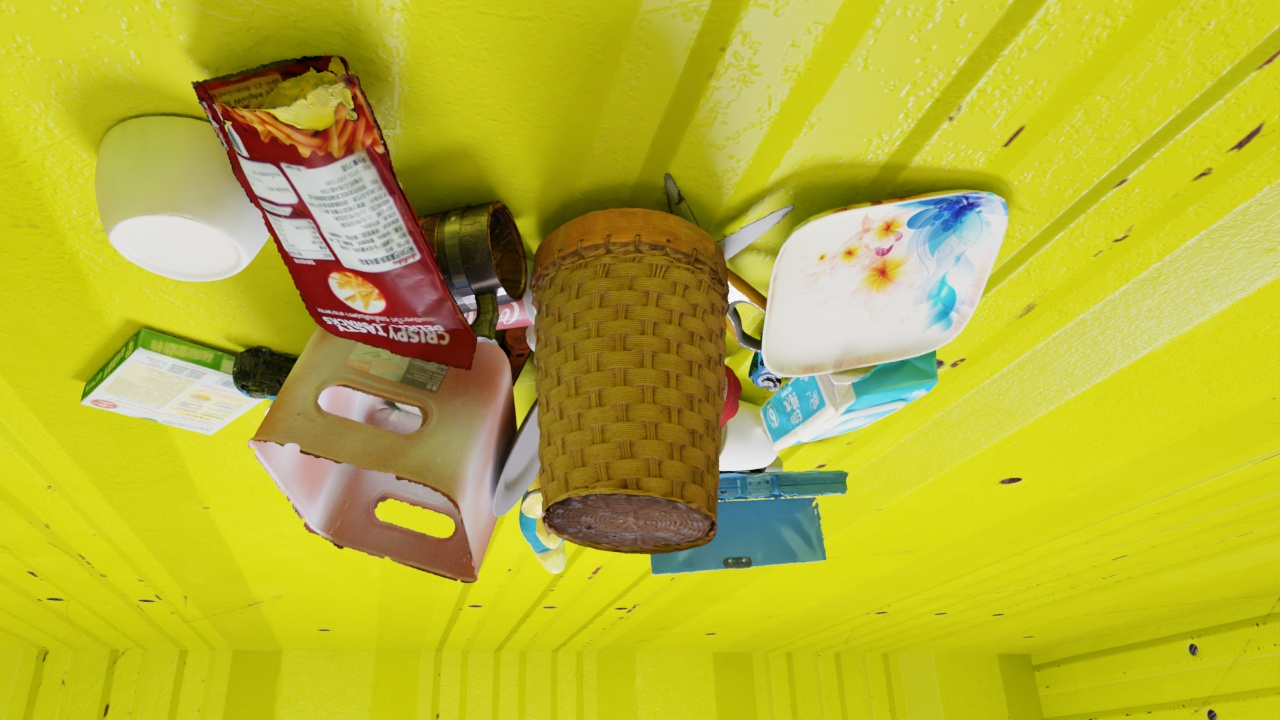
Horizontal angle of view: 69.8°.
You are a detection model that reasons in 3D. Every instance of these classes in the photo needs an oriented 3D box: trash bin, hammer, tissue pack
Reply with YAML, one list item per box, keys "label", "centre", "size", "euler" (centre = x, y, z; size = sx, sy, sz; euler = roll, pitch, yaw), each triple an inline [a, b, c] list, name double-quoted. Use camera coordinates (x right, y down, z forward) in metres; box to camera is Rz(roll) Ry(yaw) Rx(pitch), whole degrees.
- label: "trash bin"
  centre: [-0.216, 0.081, 0.848]
  size: [0.181, 0.157, 0.260]
  euler: [15, 150, 5]
- label: "trash bin"
  centre: [-0.012, 0.019, 0.660]
  size: [0.151, 0.209, 0.151]
  euler: [2, 151, 1]
- label: "hammer"
  centre: [-0.145, 0.046, 0.970]
  size: [0.137, 0.035, 0.315]
  euler: [7, 153, -17]
- label: "tissue pack"
  centre: [0.195, 0.035, 0.902]
  size: [0.117, 0.066, 0.210]
  euler: [-13, 165, -15]

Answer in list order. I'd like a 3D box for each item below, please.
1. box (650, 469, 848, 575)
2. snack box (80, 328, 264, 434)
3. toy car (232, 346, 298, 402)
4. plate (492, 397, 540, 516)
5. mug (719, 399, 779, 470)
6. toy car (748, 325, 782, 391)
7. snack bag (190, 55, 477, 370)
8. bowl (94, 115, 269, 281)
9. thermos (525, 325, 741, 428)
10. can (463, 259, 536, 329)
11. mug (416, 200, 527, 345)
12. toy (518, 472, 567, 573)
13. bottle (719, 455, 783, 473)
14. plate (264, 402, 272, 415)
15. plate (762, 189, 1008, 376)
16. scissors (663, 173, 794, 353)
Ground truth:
- label: "box"
  centre: [0.126, 0.189, 1.073]
  size: [0.231, 0.112, 0.094]
  euler: [0, 166, -17]
- label: "snack box"
  centre: [-0.457, 0.026, 0.911]
  size: [0.131, 0.027, 0.168]
  euler: [22, 146, -40]
- label: "toy car"
  centre: [-0.339, 0.020, 0.885]
  size: [0.105, 0.048, 0.032]
  euler: [14, 154, -33]
- label: "plate"
  centre: [-0.098, 0.068, 0.881]
  size: [0.012, 0.178, 0.179]
  euler: [27, 155, 8]
- label: "mug"
  centre: [0.092, 0.092, 1.019]
  size: [0.087, 0.080, 0.114]
  euler: [10, 137, -37]
- label: "toy car"
  centre: [0.133, -0.020, 0.834]
  size: [0.043, 0.056, 0.120]
  euler: [26, 143, -8]
- label: "snack bag"
  centre: [-0.189, -0.079, 0.577]
  size: [0.139, 0.066, 0.208]
  euler: [6, 132, 23]
- label: "bowl"
  centre: [-0.302, -0.101, 0.613]
  size: [0.116, 0.065, 0.116]
  euler: [-2, 155, -1]
- label: "thermos"
  centre: [-0.005, 0.005, 0.848]
  size: [0.073, 0.073, 0.239]
  euler: [-24, 146, 38]
- label: "can"
  centre: [-0.129, -0.050, 0.746]
  size: [0.097, 0.054, 0.054]
  euler: [-7, 154, 10]
- label: "mug"
  centre: [-0.146, -0.054, 0.666]
  size: [0.107, 0.115, 0.080]
  euler: [-10, 150, 13]
- label: "toy"
  centre: [-0.091, 0.140, 1.052]
  size: [0.084, 0.148, 0.214]
  euler: [20, 149, 4]
- label: "bottle"
  centre: [0.100, 0.120, 1.127]
  size: [0.173, 0.046, 0.084]
  euler: [15, 150, -31]
- label: "plate"
  centre: [-0.342, 0.052, 0.975]
  size: [0.104, 0.026, 0.104]
  euler: [-2, 154, -1]
- label: "plate"
  centre: [0.187, -0.060, 0.730]
  size: [0.187, 0.016, 0.187]
  euler: [-10, 141, -7]
- label: "scissors"
  centre: [0.037, -0.067, 0.741]
  size: [0.229, 0.016, 0.225]
  euler: [-6, 144, 24]
